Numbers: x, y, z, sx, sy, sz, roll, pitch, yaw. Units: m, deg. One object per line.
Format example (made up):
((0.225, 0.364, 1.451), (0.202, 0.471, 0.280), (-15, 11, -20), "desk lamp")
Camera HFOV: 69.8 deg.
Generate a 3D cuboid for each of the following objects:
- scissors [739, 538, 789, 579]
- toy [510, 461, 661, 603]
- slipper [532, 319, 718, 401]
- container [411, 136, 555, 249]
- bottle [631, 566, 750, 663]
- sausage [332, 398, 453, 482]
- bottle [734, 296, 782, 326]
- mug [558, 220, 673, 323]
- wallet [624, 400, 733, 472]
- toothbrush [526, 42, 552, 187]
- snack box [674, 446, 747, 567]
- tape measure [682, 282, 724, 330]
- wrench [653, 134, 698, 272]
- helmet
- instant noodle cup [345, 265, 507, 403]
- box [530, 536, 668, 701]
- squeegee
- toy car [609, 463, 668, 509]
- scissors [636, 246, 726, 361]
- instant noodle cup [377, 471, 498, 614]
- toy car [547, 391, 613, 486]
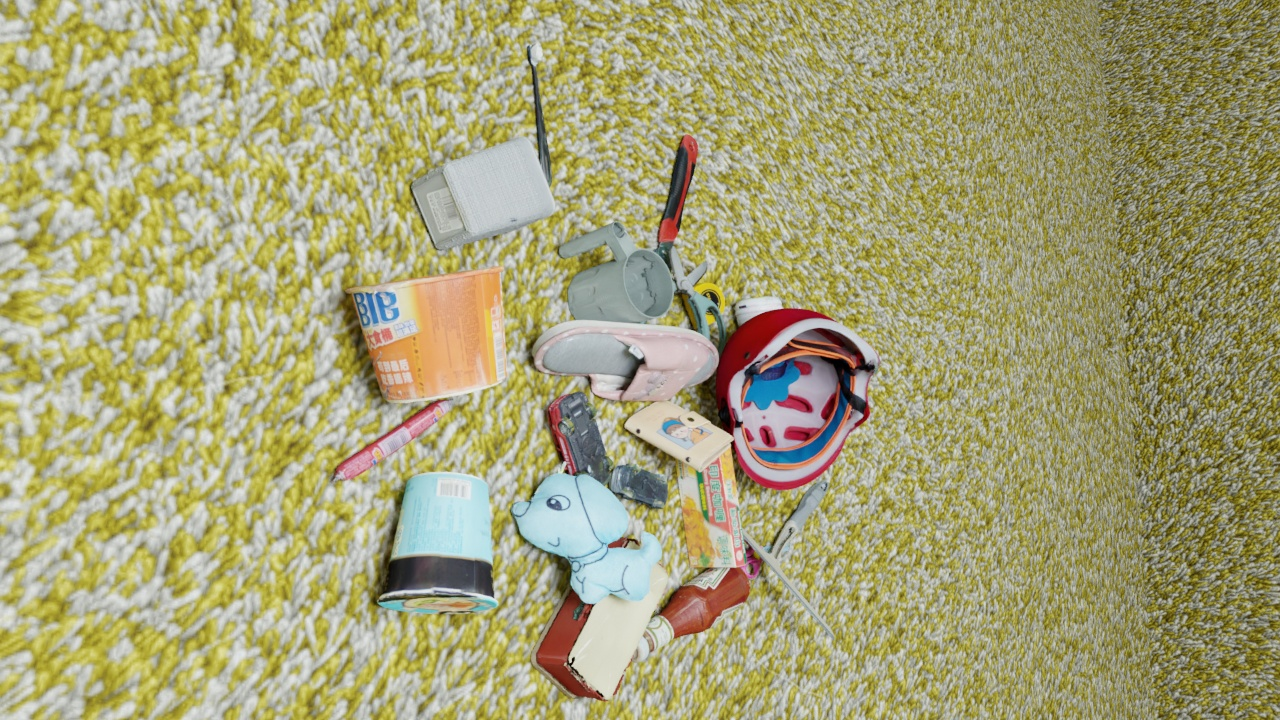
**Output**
((0.173, 0.265, 1.287), (0.135, 0.017, 0.063), (-5, 72, -51), "scissors")
((-0.058, 0.186, 0.995), (0.161, 0.050, 0.156), (-1, 64, -11), "toy")
((-0.007, 0.006, 1.095), (0.274, 0.114, 0.054), (10, 47, -42), "slipper")
((-0.171, -0.176, 0.981), (0.114, 0.090, 0.090), (-29, 101, -42), "container")
((0.056, 0.309, 1.124), (0.205, 0.060, 0.060), (-18, 94, -46), "bottle")
((-0.239, 0.077, 0.900), (0.155, 0.020, 0.020), (-38, 108, -43), "sausage")
((0.177, 0.009, 1.313), (0.068, 0.068, 0.197), (-2, 86, -46), "bottle")
((-0.035, -0.097, 1.090), (0.083, 0.104, 0.124), (-46, 112, -41), "mug")
((0.050, 0.090, 1.138), (0.087, 0.115, 0.024), (-33, 140, -44), "wallet")
((-0.120, -0.298, 1.112), (0.015, 0.018, 0.181), (0, 82, -49), "toothbrush")
((0.089, 0.185, 1.171), (0.027, 0.077, 0.155), (-2, 82, -46), "snack box")
((0.086, -0.078, 1.259), (0.057, 0.029, 0.060), (-28, 103, -26), "tape measure")
((0.041, -0.201, 1.255), (0.056, 0.016, 0.272), (38, 56, -34), "wrench")
((0.187, 0.035, 1.210), (0.206, 0.144, 0.240), (-2, 118, -21), "helmet")
((-0.197, -0.026, 0.883), (0.151, 0.152, 0.111), (-17, 102, -46), "instant noodle cup")
((-0.035, 0.285, 1.018), (0.091, 0.080, 0.167), (50, 50, -25), "box")
((0.219, 0.240, 1.316), (0.246, 0.039, 0.245), (48, 37, 2), "squeegee")
((-0.001, 0.154, 1.117), (0.090, 0.034, 0.042), (25, 61, -42), "toy car")
((0.046, -0.056, 1.203), (0.169, 0.019, 0.174), (-30, 106, -31), "scissors")
((-0.189, 0.174, 0.878), (0.111, 0.111, 0.120), (22, 57, -41), "instant noodle cup")
((-0.070, 0.095, 1.051), (0.052, 0.045, 0.120), (-31, 109, -43), "toy car")
